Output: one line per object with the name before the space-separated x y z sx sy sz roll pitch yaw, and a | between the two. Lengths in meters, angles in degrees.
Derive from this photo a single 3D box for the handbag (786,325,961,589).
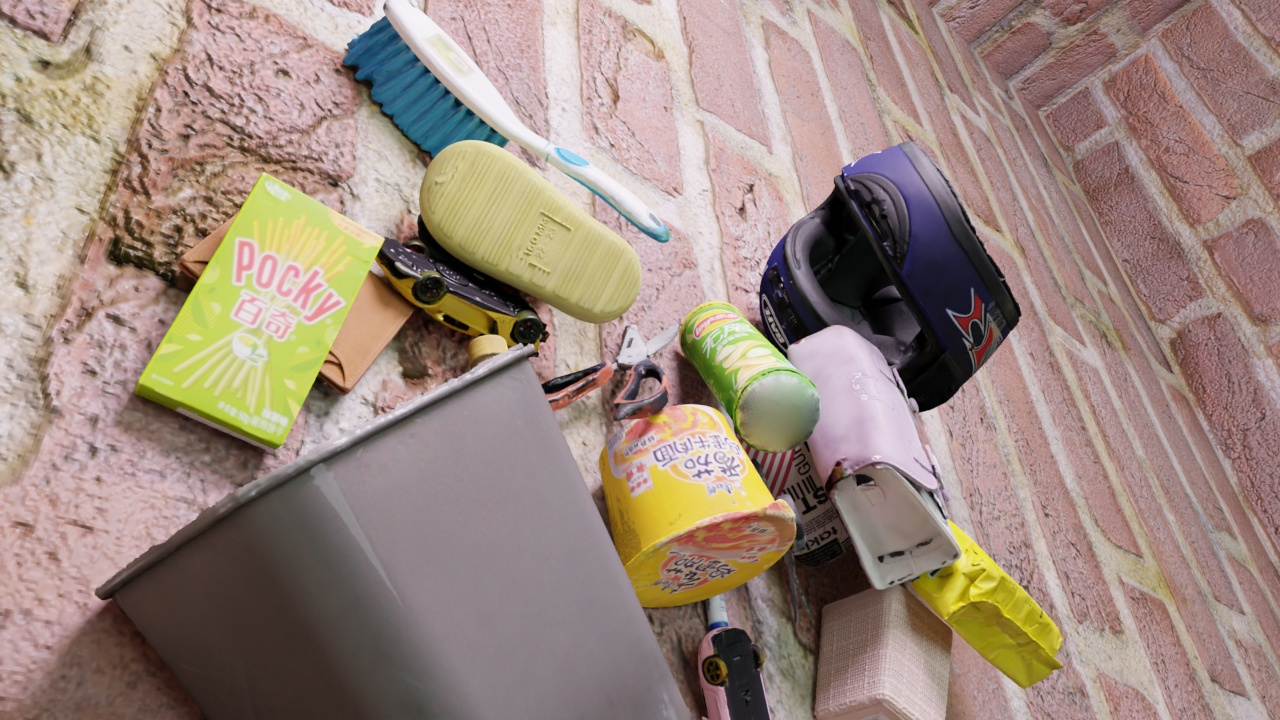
handbag | 0.203 0.076 0.812 0.145 0.099 0.196 48 23 -28

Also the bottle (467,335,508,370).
bottle | -0.089 0.081 0.634 0.065 0.065 0.218 12 51 -43

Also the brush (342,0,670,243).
brush | -0.116 -0.190 0.796 0.314 0.110 0.060 46 34 -9

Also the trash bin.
trash bin | -0.106 0.139 0.468 0.220 0.200 0.198 59 37 -2

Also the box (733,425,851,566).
box | 0.142 0.108 0.846 0.163 0.075 0.081 57 8 -17

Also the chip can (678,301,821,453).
chip can | 0.090 0.009 0.807 0.072 0.072 0.221 38 9 -20

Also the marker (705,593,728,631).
marker | 0.057 0.160 0.772 0.017 0.017 0.145 23 45 -35

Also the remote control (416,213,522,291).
remote control | -0.129 -0.087 0.767 0.136 0.024 0.053 17 50 -38

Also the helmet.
helmet | 0.244 -0.069 0.969 0.315 0.241 0.247 28 33 -58

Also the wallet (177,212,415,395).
wallet | -0.227 -0.047 0.619 0.132 0.031 0.107 41 36 -13

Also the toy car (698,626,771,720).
toy car | 0.072 0.263 0.688 0.056 0.037 0.122 0 73 -45

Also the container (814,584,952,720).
container | 0.208 0.270 0.789 0.090 0.090 0.110 41 40 -17

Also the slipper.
slipper | -0.089 -0.094 0.736 0.190 0.082 0.091 32 79 -9

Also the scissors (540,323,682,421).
scissors | -0.017 0.007 0.760 0.221 0.190 0.015 -20 111 -28

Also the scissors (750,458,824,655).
scissors | 0.120 0.160 0.760 0.014 0.181 0.159 -18 53 -7

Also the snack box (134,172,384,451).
snack box | -0.228 -0.031 0.562 0.085 0.026 0.156 30 60 -22

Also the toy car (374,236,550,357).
toy car | -0.137 -0.049 0.702 0.155 0.041 0.071 25 17 -38

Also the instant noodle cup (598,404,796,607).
instant noodle cup | 0.034 0.108 0.700 0.138 0.138 0.109 16 41 -40

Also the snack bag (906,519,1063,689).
snack bag | 0.283 0.190 0.870 0.158 0.068 0.246 41 4 -29
